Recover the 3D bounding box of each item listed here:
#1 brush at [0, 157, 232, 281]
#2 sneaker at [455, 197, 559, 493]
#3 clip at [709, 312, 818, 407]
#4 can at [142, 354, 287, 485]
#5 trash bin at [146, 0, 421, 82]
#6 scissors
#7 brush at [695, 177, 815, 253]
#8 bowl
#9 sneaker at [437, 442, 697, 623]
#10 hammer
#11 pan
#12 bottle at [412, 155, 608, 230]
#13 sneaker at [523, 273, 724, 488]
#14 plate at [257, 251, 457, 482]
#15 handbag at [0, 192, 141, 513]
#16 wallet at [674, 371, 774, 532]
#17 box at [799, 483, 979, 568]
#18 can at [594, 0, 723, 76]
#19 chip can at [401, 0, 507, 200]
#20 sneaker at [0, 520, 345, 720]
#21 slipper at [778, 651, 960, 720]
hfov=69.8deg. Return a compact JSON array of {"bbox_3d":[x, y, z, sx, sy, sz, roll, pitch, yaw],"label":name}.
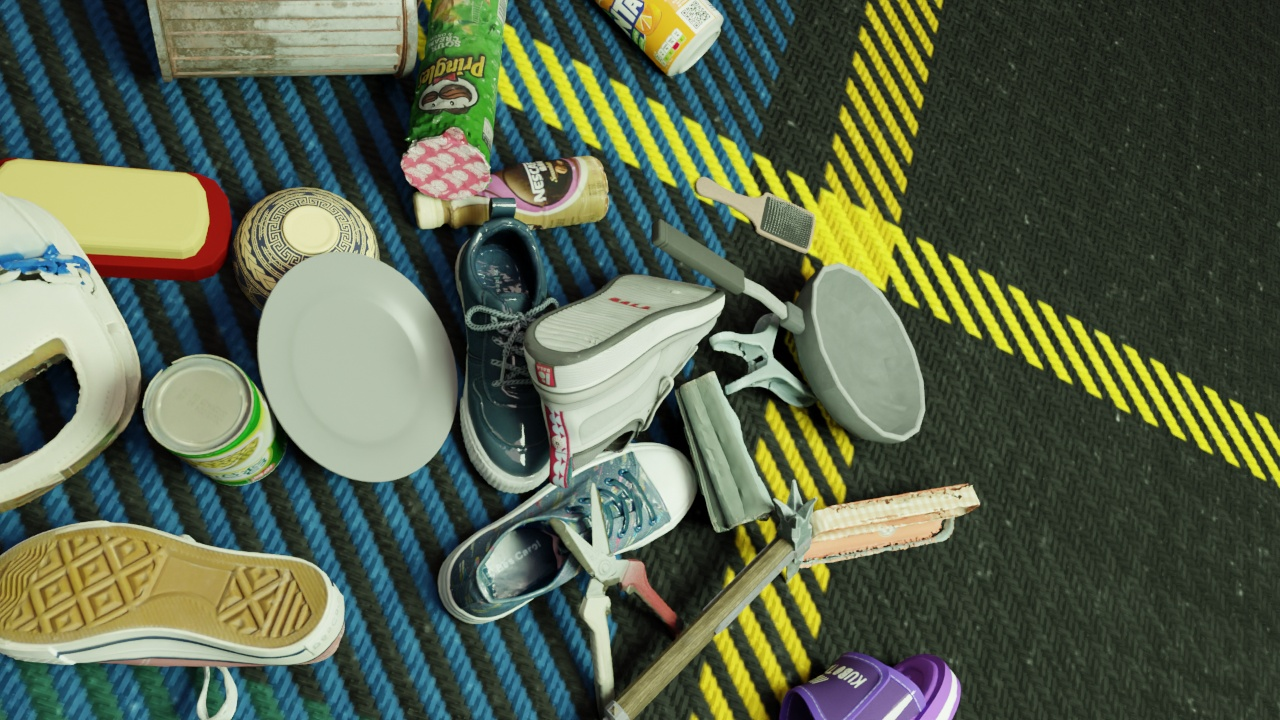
[{"bbox_3d":[-0.400,-0.108,0.684,0.173,0.042,0.082,1,71,-22],"label":"brush"},{"bbox_3d":[-0.103,-0.014,0.745,0.089,0.088,0.235,-5,75,-23],"label":"sneaker"},{"bbox_3d":[0.135,0.023,0.835,0.171,0.029,0.141,-18,81,-49],"label":"clip"},{"bbox_3d":[-0.287,0.044,0.630,0.067,0.121,0.067,3,73,-11],"label":"can"},{"bbox_3d":[-0.285,-0.295,0.749,0.210,0.131,0.130,-11,76,-24],"label":"trash bin"},{"bbox_3d":[-0.017,0.190,0.704,0.193,0.015,0.179,21,87,-42],"label":"scissors"},{"bbox_3d":[0.118,-0.155,0.928,0.135,0.015,0.049,21,66,-14],"label":"brush"},{"bbox_3d":[-0.261,-0.090,0.723,0.112,0.061,0.112,7,69,-20],"label":"bowl"},{"bbox_3d":[-0.048,0.126,0.724,0.235,0.079,0.087,-25,83,-27],"label":"sneaker"},{"bbox_3d":[0.022,0.237,0.709,0.316,0.147,0.028,-40,58,-19],"label":"hammer"},{"bbox_3d":[0.137,-0.035,0.814,0.357,0.041,0.178,26,51,-36],"label":"pan"},{"bbox_3d":[-0.114,-0.142,0.806,0.166,0.060,0.059,-10,76,-16],"label":"bottle"},{"bbox_3d":[-0.004,0.004,0.765,0.097,0.129,0.262,16,27,24],"label":"sneaker"},{"bbox_3d":[-0.211,0.004,0.697,0.178,0.012,0.178,27,55,-47],"label":"plate"},{"bbox_3d":[-0.438,-0.001,0.588,0.200,0.093,0.199,-38,98,-13],"label":"handbag"},{"bbox_3d":[0.069,0.078,0.779,0.054,0.100,0.131,-18,77,1],"label":"wallet"},{"bbox_3d":[0.219,0.149,0.833,0.186,0.083,0.043,-5,59,-22],"label":"box"},{"bbox_3d":[0.010,-0.361,0.921,0.142,0.079,0.078,46,61,-2],"label":"can"},{"bbox_3d":[-0.156,-0.246,0.793,0.075,0.076,0.222,11,56,-19],"label":"chip can"},{"bbox_3d":[-0.306,0.166,0.601,0.241,0.088,0.118,4,56,4],"label":"sneaker"},{"bbox_3d":[0.143,0.307,0.727,0.265,0.107,0.084,-38,88,-24],"label":"slipper"}]
